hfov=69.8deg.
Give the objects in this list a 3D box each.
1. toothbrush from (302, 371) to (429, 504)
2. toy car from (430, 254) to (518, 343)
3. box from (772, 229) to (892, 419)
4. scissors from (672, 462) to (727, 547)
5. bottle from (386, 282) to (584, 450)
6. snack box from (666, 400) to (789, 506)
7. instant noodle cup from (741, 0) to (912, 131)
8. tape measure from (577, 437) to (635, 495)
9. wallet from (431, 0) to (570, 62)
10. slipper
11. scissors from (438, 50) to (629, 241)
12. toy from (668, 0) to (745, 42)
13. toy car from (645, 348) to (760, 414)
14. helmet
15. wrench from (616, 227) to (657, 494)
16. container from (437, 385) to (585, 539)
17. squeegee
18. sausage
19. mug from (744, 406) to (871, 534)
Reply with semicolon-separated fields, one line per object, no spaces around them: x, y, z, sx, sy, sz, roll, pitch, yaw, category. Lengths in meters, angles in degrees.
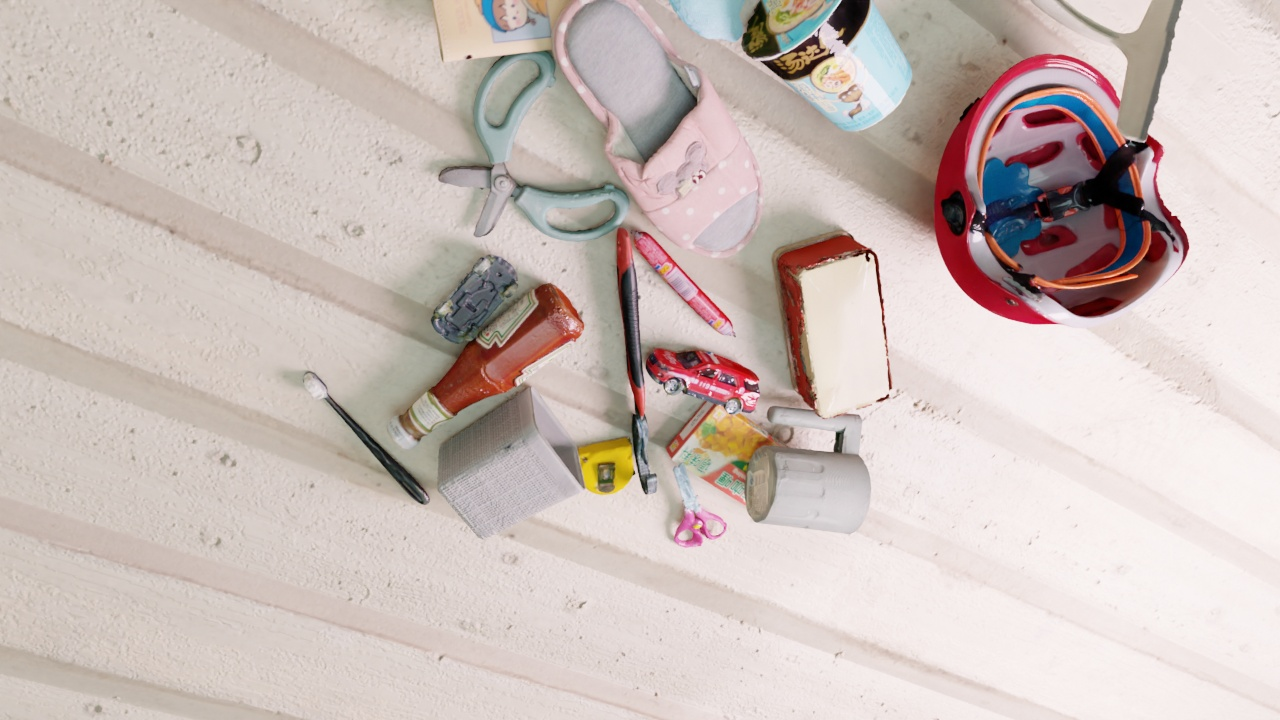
-0.259;0.079;0.877;0.015;0.018;0.181;-35;119;1;toothbrush
-0.149;-0.056;0.827;0.043;0.034;0.091;39;99;-23;toy car
0.189;-0.030;0.894;0.091;0.079;0.168;-17;117;-6;box
0.058;0.152;0.973;0.063;0.017;0.135;-13;129;1;scissors
-0.146;0.011;0.847;0.206;0.059;0.060;-38;117;6;bottle
0.110;0.106;0.970;0.155;0.027;0.077;34;103;-25;snack box
0.165;-0.259;0.770;0.120;0.111;0.111;35;103;-33;instant noodle cup
-0.035;0.111;0.937;0.060;0.029;0.057;-10;117;-9;tape measure
-0.108;-0.287;0.726;0.115;0.024;0.087;-12;109;-16;wallet
0.026;-0.191;0.783;0.114;0.054;0.274;-38;123;2;slipper
-0.082;-0.179;0.794;0.173;0.019;0.170;9;114;-16;scissors
0.031;-0.327;0.726;0.156;0.050;0.161;-24;108;-22;toy
0.063;0.016;0.903;0.120;0.053;0.045;15;109;-23;toy car
0.359;-0.144;0.848;0.206;0.144;0.240;-22;94;-13;helmet
-0.005;0.005;0.885;0.016;0.056;0.274;-10;113;-12;wrench
-0.127;0.101;0.878;0.114;0.090;0.090;-30;118;5;container
0.349;-0.325;0.792;0.246;0.039;0.245;34;60;-6;squeegee
0.042;-0.071;0.874;0.020;0.020;0.156;-42;117;8;sausage
0.170;0.111;0.934;0.103;0.084;0.124;7;85;-16;mug
